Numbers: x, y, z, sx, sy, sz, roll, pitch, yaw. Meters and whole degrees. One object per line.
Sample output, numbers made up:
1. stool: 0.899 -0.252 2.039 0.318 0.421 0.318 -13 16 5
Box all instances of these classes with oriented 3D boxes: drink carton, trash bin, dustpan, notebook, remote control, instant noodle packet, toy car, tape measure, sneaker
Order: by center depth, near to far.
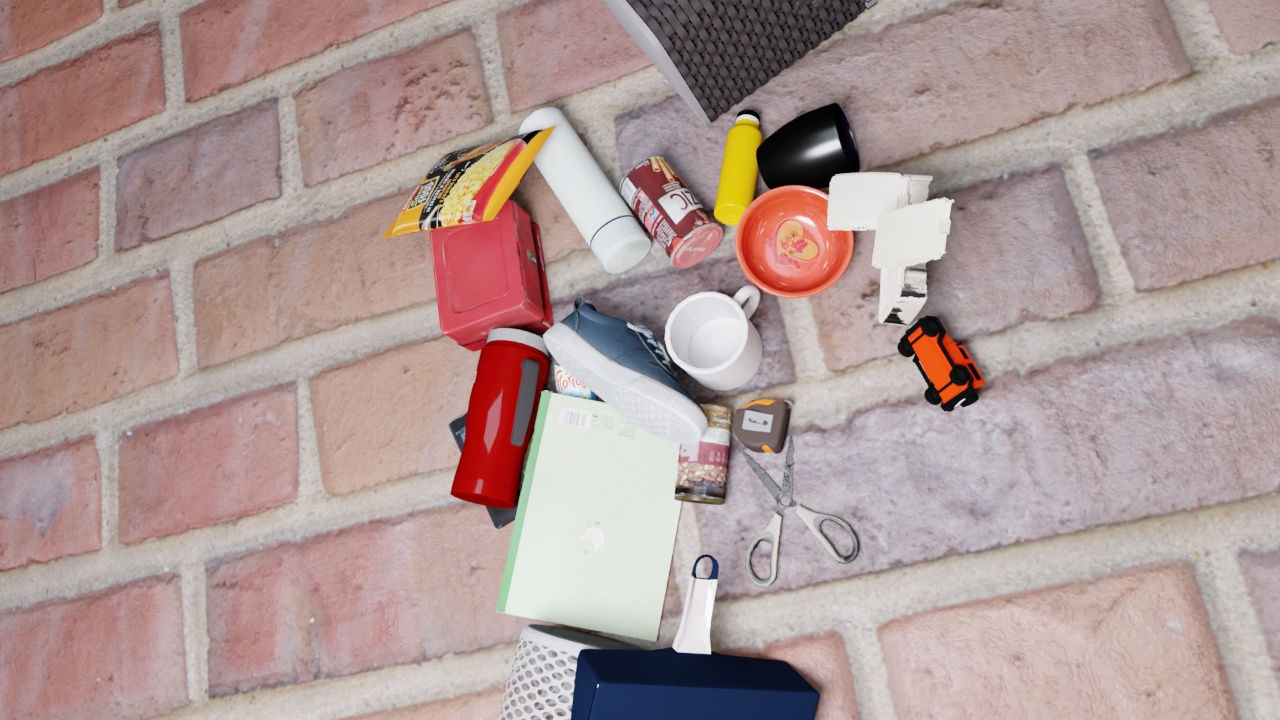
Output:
1. dustpan: 0.049 0.333 0.899 0.236 0.080 0.273 10 97 -21
2. trash bin: -0.073 0.378 0.944 0.157 0.156 0.183 8 77 20
3. toy car: 0.316 0.003 0.959 0.048 0.051 0.100 -11 65 -30
4. tape measure: 0.132 0.070 1.009 0.059 0.038 0.058 8 73 24
5. sneaker: -0.006 0.006 1.019 0.235 0.089 0.087 34 68 27
6. notebook: -0.048 0.171 1.029 0.182 0.010 0.252 11 80 0
7. drink carton: -0.073 0.061 1.081 0.044 0.038 0.128 -13 73 15
8. remote control: -0.188 0.128 1.112 0.047 0.022 0.150 -33 69 8
9. instant noodle packet: -0.217 -0.219 1.141 0.221 0.032 0.159 -1 51 41

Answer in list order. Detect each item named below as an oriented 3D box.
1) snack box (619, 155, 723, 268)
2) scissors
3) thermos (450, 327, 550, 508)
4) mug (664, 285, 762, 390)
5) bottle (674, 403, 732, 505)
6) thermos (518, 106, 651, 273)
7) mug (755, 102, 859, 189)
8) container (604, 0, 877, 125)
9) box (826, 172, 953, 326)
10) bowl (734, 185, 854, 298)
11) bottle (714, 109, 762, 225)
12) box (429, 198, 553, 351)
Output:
1. snack box: 0.035 -0.176 1.086 0.072 0.072 0.121 -37 67 7
2. scissors: 0.162 0.170 0.991 0.157 0.012 0.171 23 84 22
3. thermos: -0.156 0.065 1.064 0.108 0.084 0.198 -21 54 57
4. mug: 0.092 -0.032 1.021 0.091 0.090 0.121 39 91 22
5. bottle: 0.070 0.104 1.014 0.056 0.056 0.105 2 78 19
6. thermos: -0.071 -0.212 1.134 0.068 0.068 0.230 -36 68 7
7. mug: 0.194 -0.220 1.048 0.100 0.084 0.119 -16 102 27
8. container: 0.085 -0.460 1.050 0.244 0.245 0.247 -38 68 10
9. box: 0.242 -0.133 0.932 0.105 0.187 0.143 6 72 4
10. bowl: 0.172 -0.129 1.036 0.130 0.045 0.130 -1 81 6
11. bottle: 0.118 -0.230 1.078 0.043 0.043 0.143 2 65 19
12. box: -0.186 -0.104 1.137 0.129 0.087 0.157 -18 72 18
